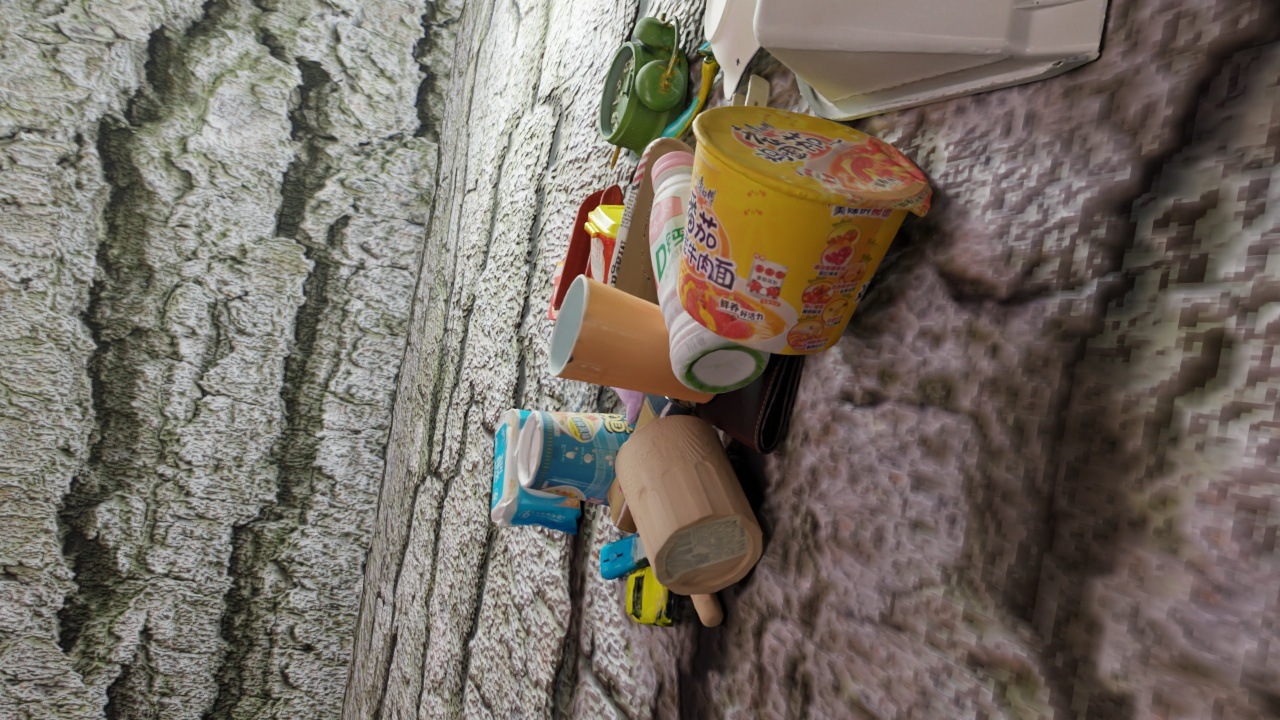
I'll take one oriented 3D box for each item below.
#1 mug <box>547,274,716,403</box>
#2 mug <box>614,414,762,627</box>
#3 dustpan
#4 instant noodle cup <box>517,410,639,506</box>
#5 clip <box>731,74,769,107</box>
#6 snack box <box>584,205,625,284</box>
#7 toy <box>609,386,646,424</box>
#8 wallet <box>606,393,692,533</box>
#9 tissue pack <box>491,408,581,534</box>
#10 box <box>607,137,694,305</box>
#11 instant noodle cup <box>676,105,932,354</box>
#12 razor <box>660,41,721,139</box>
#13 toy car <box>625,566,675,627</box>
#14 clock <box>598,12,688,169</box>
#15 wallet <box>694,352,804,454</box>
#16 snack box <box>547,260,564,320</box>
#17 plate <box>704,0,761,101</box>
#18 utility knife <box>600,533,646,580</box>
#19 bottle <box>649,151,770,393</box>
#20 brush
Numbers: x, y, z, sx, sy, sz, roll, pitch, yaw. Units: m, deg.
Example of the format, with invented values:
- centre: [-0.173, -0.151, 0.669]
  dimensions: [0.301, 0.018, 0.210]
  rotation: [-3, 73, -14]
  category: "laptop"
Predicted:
- centre: [0.001, -0.010, 0.691]
  dimensions: [0.078, 0.122, 0.078]
  rotation: [-165, 91, -72]
  category: "mug"
- centre: [0.035, 0.119, 0.669]
  dimensions: [0.103, 0.084, 0.125]
  rotation: [-113, 14, -52]
  category: "mug"
- centre: [0.175, -0.256, 0.555]
  dimensions: [0.258, 0.142, 0.222]
  rotation: [11, 91, 40]
  category: "dustpan"
- centre: [-0.052, 0.087, 0.845]
  dimensions: [0.099, 0.109, 0.099]
  rotation: [-171, 91, -70]
  category: "instant noodle cup"
- centre: [0.088, -0.176, 0.712]
  dimensions: [0.083, 0.034, 0.104]
  rotation: [176, 110, -71]
  category: "clip"
- centre: [-0.012, -0.099, 0.870]
  dimensions: [0.091, 0.082, 0.080]
  rotation: [-123, 37, -62]
  category: "snack box"
- centre: [-0.005, 0.005, 0.861]
  dimensions: [0.084, 0.039, 0.108]
  rotation: [-58, 21, 7]
  category: "toy"
- centre: [0.006, 0.079, 0.765]
  dimensions: [0.090, 0.033, 0.115]
  rotation: [-120, 51, -81]
  category: "wallet"
- centre: [-0.112, 0.122, 1.011]
  dimensions: [0.063, 0.090, 0.139]
  rotation: [130, 144, -54]
  category: "tissue pack"
- centre: [0.016, -0.109, 0.788]
  dimensions: [0.076, 0.088, 0.163]
  rotation: [-100, 23, -79]
  category: "box"
- centre: [0.085, -0.076, 0.549]
  dimensions: [0.138, 0.138, 0.110]
  rotation: [-111, 29, -53]
  category: "instant noodle cup"
- centre: [0.043, -0.239, 0.855]
  dimensions: [0.133, 0.028, 0.043]
  rotation: [-56, 2, 44]
  category: "razor"
- centre: [0.007, 0.189, 0.740]
  dimensions: [0.105, 0.032, 0.048]
  rotation: [129, 147, -71]
  category: "toy car"
- centre: [0.007, -0.276, 0.927]
  dimensions: [0.162, 0.056, 0.116]
  rotation: [131, 142, -53]
  category: "clock"
- centre: [0.078, 0.009, 0.675]
  dimensions: [0.122, 0.020, 0.096]
  rotation: [-152, 78, -69]
  category: "wallet"
- centre: [-0.073, -0.083, 1.087]
  dimensions: [0.153, 0.025, 0.075]
  rotation: [-175, 94, -69]
  category: "snack box"
- centre: [0.082, -0.309, 0.732]
  dimensions: [0.164, 0.034, 0.164]
  rotation: [133, 146, -75]
  category: "plate"
- centre: [-0.012, 0.166, 0.788]
  dimensions: [0.192, 0.018, 0.034]
  rotation: [126, 148, -69]
  category: "utility knife"
- centre: [0.041, -0.072, 0.668]
  dimensions: [0.068, 0.068, 0.196]
  rotation: [123, 146, -45]
  category: "bottle"
- centre: [-0.046, -0.116, 0.976]
  dimensions: [0.069, 0.063, 0.145]
  rotation: [151, 133, -70]
  category: "brush"
